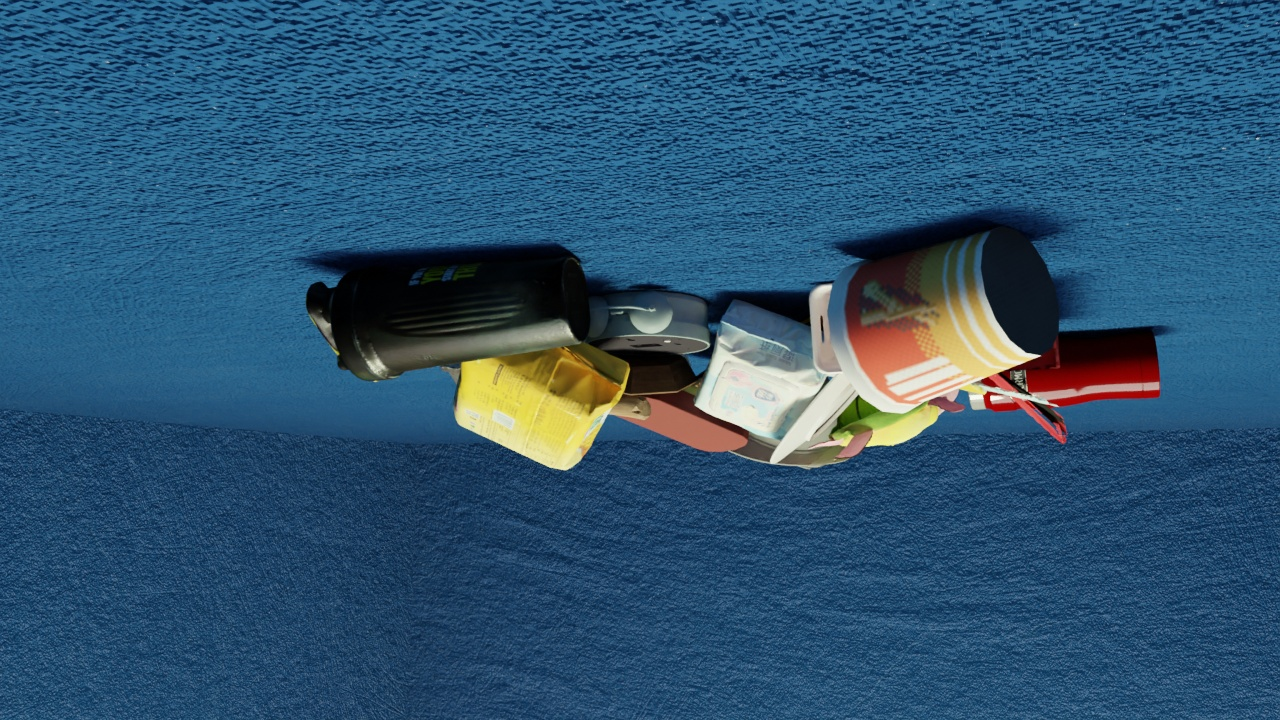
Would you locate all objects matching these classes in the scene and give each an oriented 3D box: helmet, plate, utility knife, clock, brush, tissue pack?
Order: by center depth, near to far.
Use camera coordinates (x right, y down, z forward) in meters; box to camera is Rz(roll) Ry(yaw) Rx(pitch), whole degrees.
[{"bbox_3d":[0.267,0.018,0.782,0.030,0.019,0.225,21,-177,-21],"label":"utility knife"},{"bbox_3d":[0.002,-0.036,0.894,0.123,0.045,0.159,-3,170,24],"label":"clock"},{"bbox_3d":[0.120,0.018,0.928,0.112,0.069,0.182,20,151,5],"label":"tissue pack"},{"bbox_3d":[0.211,0.034,0.953,0.015,0.208,0.208,43,-177,16],"label":"plate"},{"bbox_3d":[-0.006,0.006,0.977,0.131,0.025,0.131,3,-165,-1],"label":"plate"},{"bbox_3d":[0.048,0.057,1.062,0.173,0.041,0.082,24,152,-29],"label":"brush"},{"bbox_3d":[0.192,0.043,1.207,0.270,0.118,0.183,2,-151,-32],"label":"helmet"}]

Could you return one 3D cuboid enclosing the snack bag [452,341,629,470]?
[{"bbox_3d":[-0.109,0.032,0.899,0.159,0.068,0.248,27,155,-1],"label":"snack bag"}]

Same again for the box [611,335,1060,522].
[{"bbox_3d":[0.212,0.065,0.960,0.479,0.171,0.214,-42,157,14],"label":"box"}]

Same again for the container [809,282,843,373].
[{"bbox_3d":[0.220,-0.032,0.813,0.129,0.081,0.049,-4,-178,25],"label":"container"}]

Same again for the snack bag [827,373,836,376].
[{"bbox_3d":[0.246,0.002,1.124,0.143,0.039,0.131,1,-174,-41],"label":"snack bag"}]

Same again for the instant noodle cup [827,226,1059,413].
[{"bbox_3d":[0.227,-0.034,0.680,0.123,0.123,0.121,6,162,-36],"label":"instant noodle cup"}]

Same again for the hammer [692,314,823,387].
[{"bbox_3d":[0.132,-0.005,1.031,0.123,0.036,0.321,-34,-178,-24],"label":"hammer"}]

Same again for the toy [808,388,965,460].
[{"bbox_3d":[0.312,0.059,1.137,0.237,0.087,0.190,-27,179,-23],"label":"toy"}]

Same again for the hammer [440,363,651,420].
[{"bbox_3d":[-0.109,0.035,1.041,0.329,0.052,0.098,8,138,45],"label":"hammer"}]

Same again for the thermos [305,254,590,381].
[{"bbox_3d":[-0.155,-0.036,0.751,0.221,0.098,0.098,-6,170,14],"label":"thermos"}]

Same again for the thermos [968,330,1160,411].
[{"bbox_3d":[0.494,0.011,1.084,0.199,0.084,0.107,-6,-173,25],"label":"thermos"}]

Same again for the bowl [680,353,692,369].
[{"bbox_3d":[0.006,0.000,1.107,0.114,0.050,0.115,-2,172,0],"label":"bowl"}]
